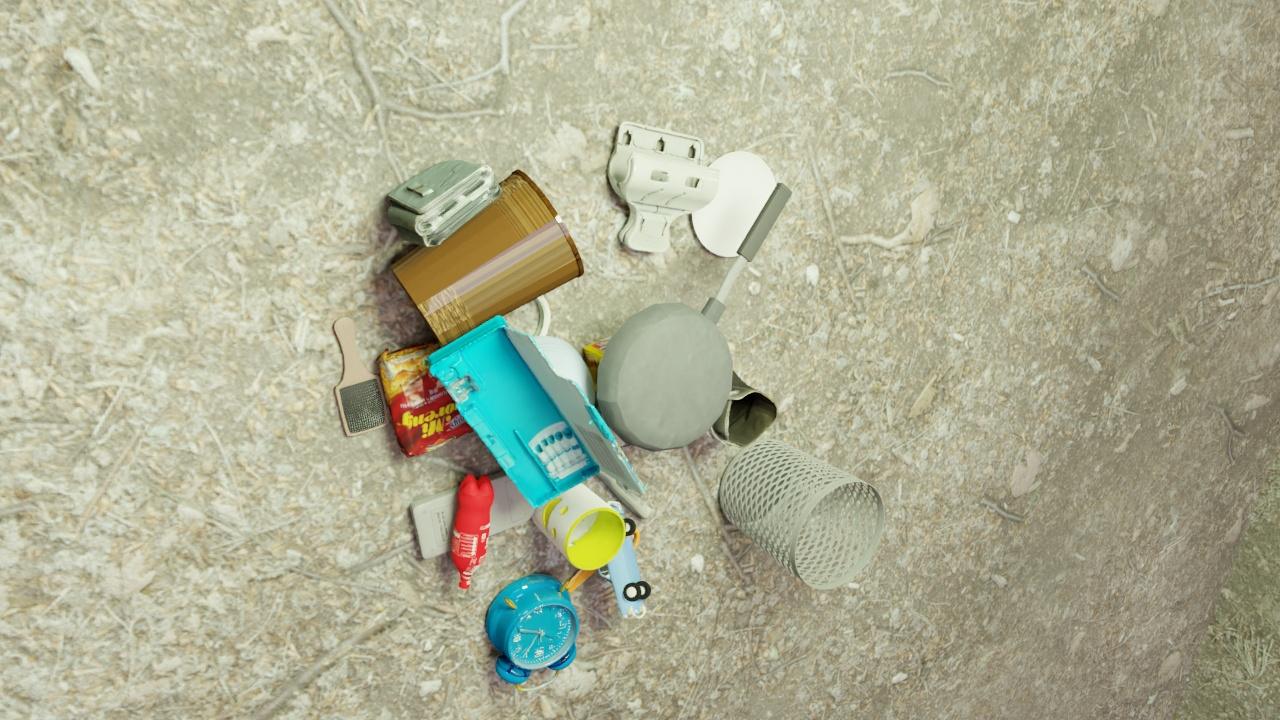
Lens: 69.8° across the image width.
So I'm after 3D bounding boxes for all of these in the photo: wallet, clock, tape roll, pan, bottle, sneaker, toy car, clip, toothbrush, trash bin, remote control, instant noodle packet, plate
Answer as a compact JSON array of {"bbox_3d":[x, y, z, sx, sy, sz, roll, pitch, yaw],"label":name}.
[{"bbox_3d":[-0.200,-0.160,0.922,0.100,0.132,0.054,-45,121,-12],"label":"wallet"},{"bbox_3d":[-0.136,0.358,1.194,0.116,0.060,0.162,-12,115,-28],"label":"clock"},{"bbox_3d":[-0.149,-0.046,1.067,0.092,0.013,0.093,-12,113,-29],"label":"tape roll"},{"bbox_3d":[0.083,-0.053,1.068,0.178,0.041,0.357,35,84,-33],"label":"pan"},{"bbox_3d":[-0.200,0.204,1.084,0.041,0.042,0.142,1,107,-32],"label":"bottle"},{"bbox_3d":[0.054,0.071,1.175,0.234,0.120,0.095,-8,111,-27],"label":"sneaker"},{"bbox_3d":[-0.028,0.261,1.193,0.055,0.153,0.056,-18,165,14],"label":"toy car"},{"bbox_3d":[0.026,-0.198,1.083,0.126,0.105,0.152,4,95,-31],"label":"clip"},{"bbox_3d":[-0.043,0.152,1.202,0.024,0.022,0.185,-23,127,22],"label":"toothbrush"},{"bbox_3d":[0.218,0.206,1.285,0.156,0.183,0.157,-11,113,-29],"label":"trash bin"},{"bbox_3d":[-0.201,0.182,1.115,0.150,0.019,0.074,-17,116,-25],"label":"remote control"},{"bbox_3d":[-0.236,0.036,1.029,0.098,0.040,0.135,-22,117,-32],"label":"instant noodle packet"},{"bbox_3d":[0.119,-0.201,1.181,0.134,0.011,0.135,-11,113,-29],"label":"plate"}]

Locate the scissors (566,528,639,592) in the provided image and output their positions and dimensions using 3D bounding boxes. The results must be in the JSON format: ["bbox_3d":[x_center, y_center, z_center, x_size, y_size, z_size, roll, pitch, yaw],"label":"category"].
[{"bbox_3d":[-0.055,0.265,1.241,0.128,0.013,0.065,-40,123,-15],"label":"scissors"}]

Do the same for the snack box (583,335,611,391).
[{"bbox_3d":[-0.007,0.007,1.119,0.083,0.106,0.061,-24,114,-24],"label":"snack box"}]

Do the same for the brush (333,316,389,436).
[{"bbox_3d":[-0.306,0.018,0.991,0.049,0.015,0.136,-18,116,-27],"label":"brush"}]

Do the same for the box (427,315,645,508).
[{"bbox_3d":[-0.102,0.056,0.985,0.227,0.172,0.084,60,32,-33],"label":"box"}]

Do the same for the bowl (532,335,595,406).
[{"bbox_3d":[-0.112,0.054,1.080,0.150,0.075,0.151,-16,122,-27],"label":"bowl"}]

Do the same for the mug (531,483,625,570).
[{"bbox_3d":[-0.079,0.201,1.144,0.082,0.106,0.083,-11,112,-29],"label":"mug"}]

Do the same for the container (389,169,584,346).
[{"bbox_3d":[-0.166,-0.102,0.973,0.167,0.132,0.132,-34,122,-11],"label":"container"}]
